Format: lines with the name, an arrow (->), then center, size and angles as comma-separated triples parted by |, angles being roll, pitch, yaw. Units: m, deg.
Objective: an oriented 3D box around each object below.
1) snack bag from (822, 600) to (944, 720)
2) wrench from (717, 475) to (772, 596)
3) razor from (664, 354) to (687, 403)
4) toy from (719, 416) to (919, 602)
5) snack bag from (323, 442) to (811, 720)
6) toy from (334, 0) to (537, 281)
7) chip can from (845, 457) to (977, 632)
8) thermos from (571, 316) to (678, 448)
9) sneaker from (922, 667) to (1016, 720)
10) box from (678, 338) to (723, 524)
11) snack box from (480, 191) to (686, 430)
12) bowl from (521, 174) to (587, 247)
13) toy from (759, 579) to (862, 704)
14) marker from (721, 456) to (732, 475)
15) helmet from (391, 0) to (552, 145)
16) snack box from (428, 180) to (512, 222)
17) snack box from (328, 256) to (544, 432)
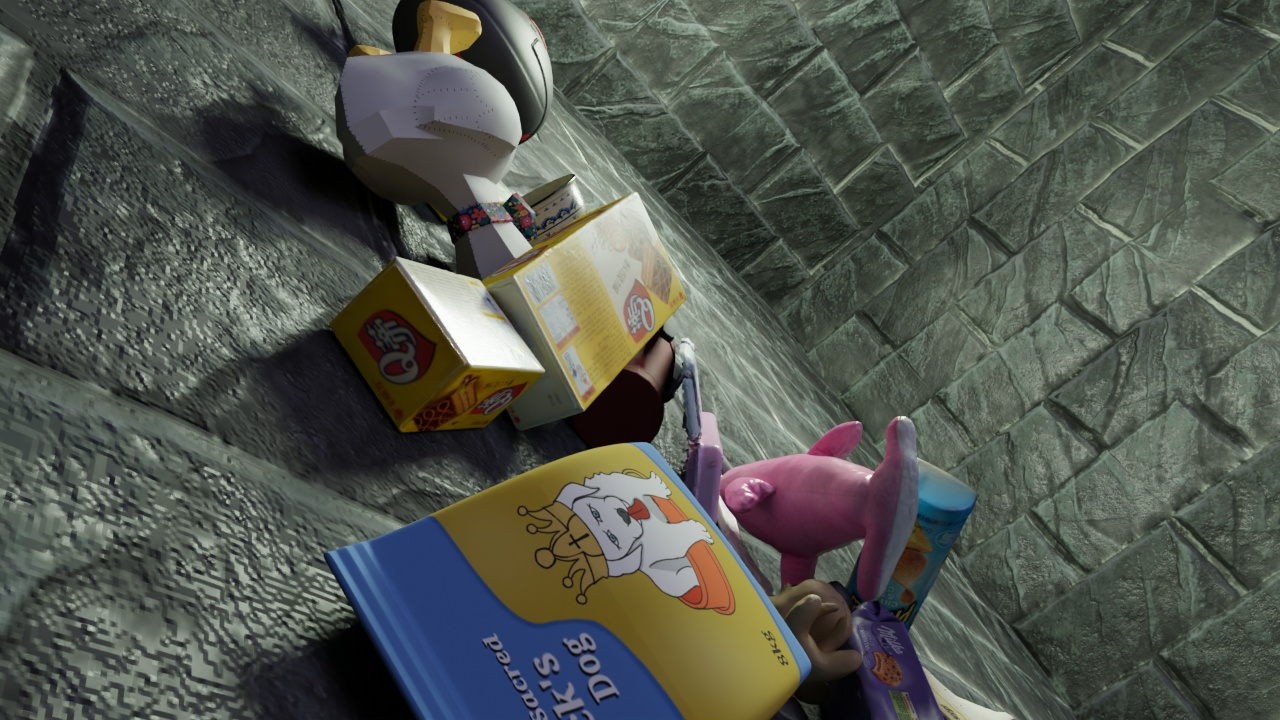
snack bag -> 0.180, 0.273, 0.705 | 0.058, 0.096, 0.205 | 14, 15, -2
wrench -> 0.084, 0.151, 0.927 | 0.066, 0.018, 0.273 | 46, 11, -19
razor -> -0.014, -0.020, 1.031 | 0.156, 0.057, 0.060 | 45, -19, -22
toy -> 0.140, 0.126, 0.821 | 0.127, 0.186, 0.266 | 21, -16, -17
snack bag -> -0.029, 0.130, 0.419 | 0.159, 0.102, 0.204 | 53, 23, 17
toy -> -0.159, -0.159, 0.753 | 0.246, 0.141, 0.267 | 15, 53, -67
chip can -> 0.235, 0.194, 0.845 | 0.080, 0.230, 0.079 | 8, 35, -6
thermos -> -0.005, 0.005, 0.839 | 0.084, 0.108, 0.198 | 36, 16, -7
sneaker -> 0.258, 0.302, 0.739 | 0.102, 0.089, 0.241 | 9, -4, 0
box -> 0.053, 0.059, 0.833 | 0.201, 0.045, 0.154 | -63, 154, -84
snack box -> -0.045, -0.047, 0.728 | 0.110, 0.062, 0.229 | 63, 30, -13
bowl -> -0.102, -0.133, 0.922 | 0.059, 0.115, 0.115 | 61, 8, -18
toy -> 0.117, 0.209, 0.696 | 0.134, 0.106, 0.108 | 54, 2, 5
marker -> 0.094, 0.124, 1.054 | 0.022, 0.016, 0.138 | -9, 55, -48
helmet -> -0.196, -0.355, 1.130 | 0.265, 0.164, 0.169 | 51, 19, -49
snack box -> -0.194, -0.199, 0.939 | 0.121, 0.045, 0.180 | 50, 12, 0
snack box -> -0.122, -0.007, 0.566 | 0.083, 0.061, 0.105 | 53, 13, 13
